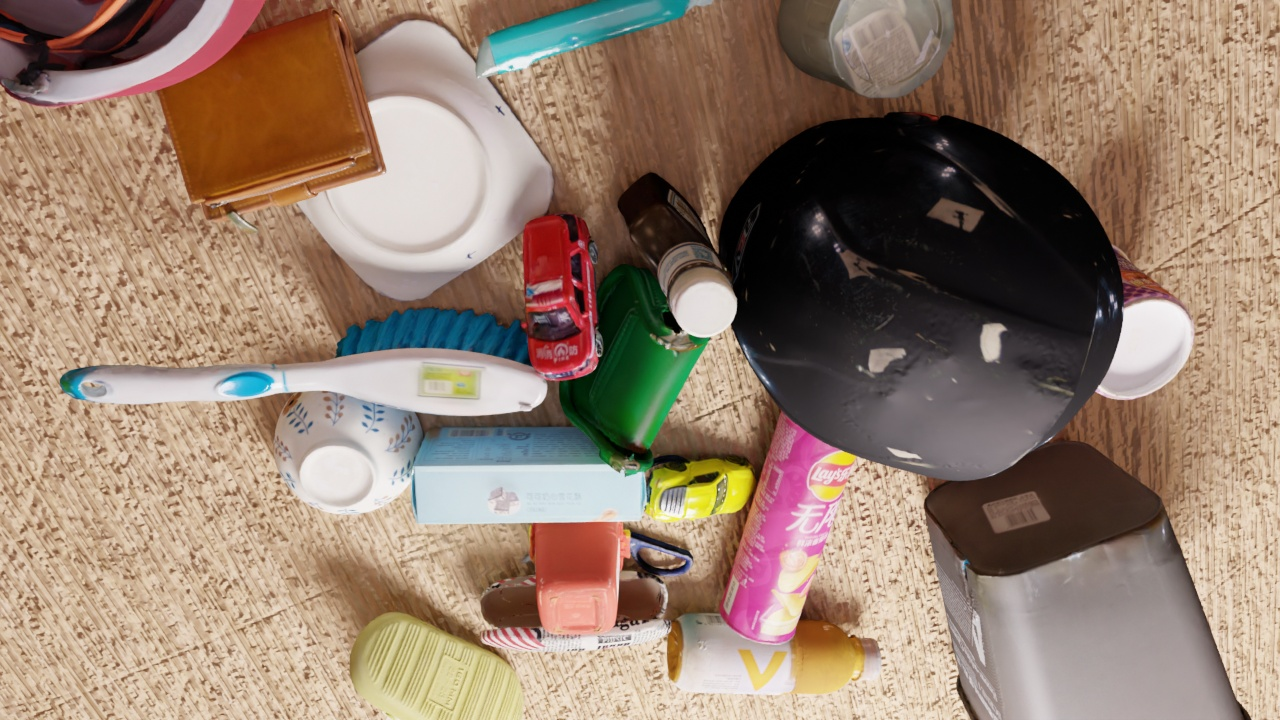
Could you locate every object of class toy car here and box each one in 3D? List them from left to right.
[{"bbox_3d":[-0.058,-0.046,0.644,0.053,0.045,0.120,-11,78,19],"label":"toy car"},{"bbox_3d":[0.053,0.107,0.751,0.105,0.032,0.048,-3,113,-29],"label":"toy car"}]

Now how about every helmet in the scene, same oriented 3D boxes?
[{"bbox_3d":[-0.307,-0.256,0.501,0.240,0.143,0.207,37,105,-5],"label":"helmet"},{"bbox_3d":[0.178,-0.044,0.615,0.275,0.229,0.234,19,110,7],"label":"helmet"}]

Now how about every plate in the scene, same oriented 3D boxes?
[{"bbox_3d":[-0.159,-0.129,0.632,0.164,0.034,0.163,-34,114,10],"label":"plate"}]

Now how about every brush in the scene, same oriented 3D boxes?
[{"bbox_3d":[-0.216,0.004,0.644,0.314,0.109,0.061,5,116,-9],"label":"brush"}]

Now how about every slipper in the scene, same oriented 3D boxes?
[{"bbox_3d":[-0.183,0.283,0.799,0.082,0.091,0.190,-10,135,42],"label":"slipper"}]

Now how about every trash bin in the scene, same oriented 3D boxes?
[{"bbox_3d":[0.352,0.209,0.766,0.199,0.199,0.220,-23,108,4],"label":"trash bin"}]

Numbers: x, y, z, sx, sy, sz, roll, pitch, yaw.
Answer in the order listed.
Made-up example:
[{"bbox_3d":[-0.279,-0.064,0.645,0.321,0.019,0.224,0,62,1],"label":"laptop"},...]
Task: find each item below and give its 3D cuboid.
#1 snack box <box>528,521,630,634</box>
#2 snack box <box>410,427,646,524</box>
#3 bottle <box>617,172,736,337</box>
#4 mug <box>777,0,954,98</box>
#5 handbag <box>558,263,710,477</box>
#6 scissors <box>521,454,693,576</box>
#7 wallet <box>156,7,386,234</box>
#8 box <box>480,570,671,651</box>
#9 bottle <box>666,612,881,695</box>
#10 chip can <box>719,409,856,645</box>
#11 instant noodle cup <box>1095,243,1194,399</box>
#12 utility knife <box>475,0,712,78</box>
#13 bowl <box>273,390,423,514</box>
[{"bbox_3d":[-0.048,0.167,0.731,0.082,0.080,0.091,-2,136,-2],"label":"snack box"},{"bbox_3d":[-0.084,0.087,0.709,0.175,0.074,0.052,0,109,-3],"label":"snack box"},{"bbox_3d":[0.026,-0.068,0.592,0.044,0.194,0.080,-41,112,12],"label":"bottle"},{"bbox_3d":[0.136,-0.232,0.579,0.083,0.103,0.124,-19,117,1],"label":"mug"},{"bbox_3d":[-0.004,0.004,0.664,0.068,0.120,0.131,19,109,-21],"label":"handbag"},{"bbox_3d":[-0.020,0.137,0.781,0.176,0.012,0.162,-42,111,14],"label":"scissors"},{"bbox_3d":[-0.237,-0.148,0.589,0.131,0.035,0.119,-13,100,11],"label":"wallet"},{"bbox_3d":[-0.055,0.230,0.782,0.163,0.081,0.075,-1,130,-8],"label":"box"},{"bbox_3d":[0.121,0.265,0.824,0.189,0.068,0.068,5,113,-9],"label":"bottle"},{"bbox_3d":[0.125,0.132,0.763,0.071,0.071,0.211,8,114,-10],"label":"chip can"},{"bbox_3d":[0.355,-0.027,0.703,0.111,0.099,0.112,-3,114,-7],"label":"instant noodle cup"},{"bbox_3d":[-0.007,-0.231,0.613,0.221,0.013,0.029,-17,118,-2],"label":"utility knife"},{"bbox_3d":[-0.227,0.074,0.701,0.113,0.062,0.114,-2,115,-4],"label":"bowl"}]
